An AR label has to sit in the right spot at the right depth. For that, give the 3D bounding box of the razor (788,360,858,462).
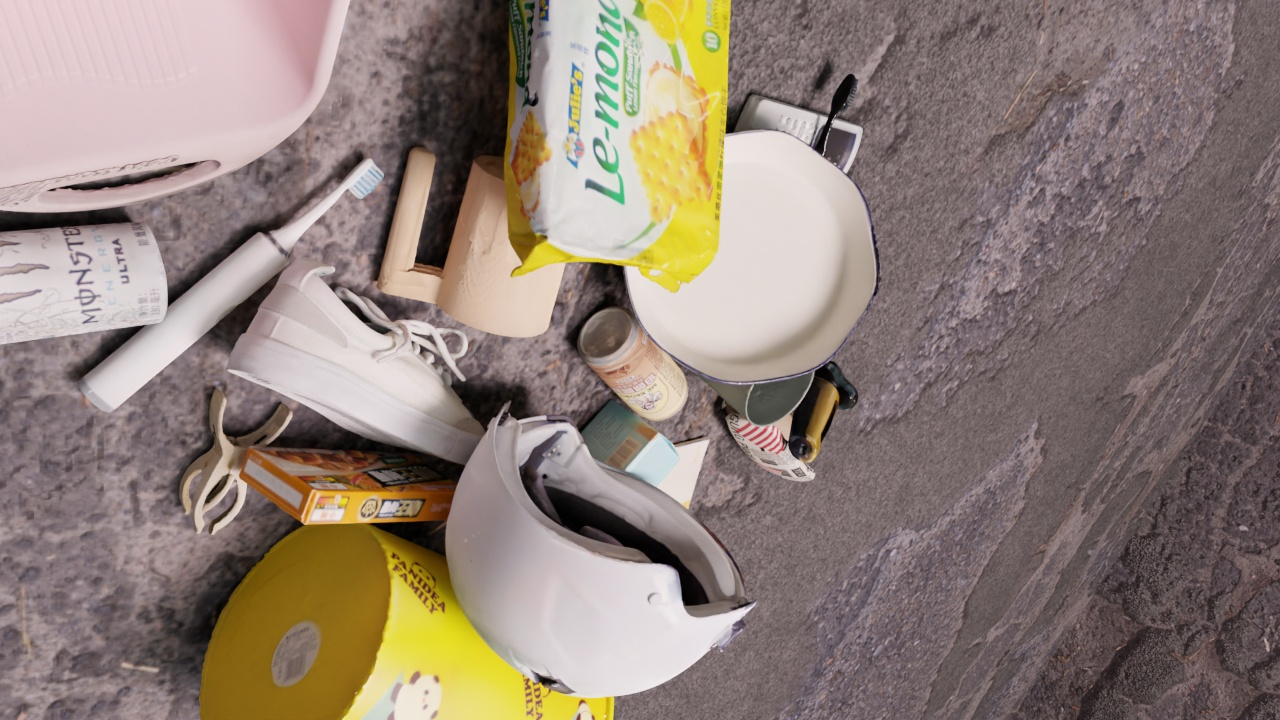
[{"bbox_3d":[0.191,0.058,0.978,0.167,0.068,0.062,-50,152,-59],"label":"razor"}]

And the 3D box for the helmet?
[{"bbox_3d":[-0.042,0.158,0.680,0.146,0.229,0.258,-51,155,4],"label":"helmet"}]

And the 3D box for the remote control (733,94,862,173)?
[{"bbox_3d":[0.140,-0.192,0.809,0.149,0.021,0.058,0,121,-41],"label":"remote control"}]

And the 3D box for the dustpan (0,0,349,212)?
[{"bbox_3d":[-0.221,-0.139,0.388,0.222,0.274,0.139,-19,107,-27],"label":"dustpan"}]

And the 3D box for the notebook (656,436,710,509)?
[{"bbox_3d":[-0.024,0.158,0.950,0.205,0.010,0.146,-11,127,-36],"label":"notebook"}]

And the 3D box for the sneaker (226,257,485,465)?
[{"bbox_3d":[-0.176,0.008,0.644,0.242,0.090,0.090,45,61,-59],"label":"sneaker"}]

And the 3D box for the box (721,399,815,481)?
[{"bbox_3d":[0.143,0.087,0.987,0.076,0.087,0.163,-34,142,6],"label":"box"}]

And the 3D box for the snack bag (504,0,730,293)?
[{"bbox_3d":[-0.017,-0.170,0.587,0.157,0.068,0.246,1,91,-44],"label":"snack bag"}]

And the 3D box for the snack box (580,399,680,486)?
[{"bbox_3d":[-0.050,0.124,0.835,0.174,0.074,0.051,-47,134,-10],"label":"snack box"}]

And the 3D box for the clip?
[{"bbox_3d":[-0.282,0.070,0.633,0.066,0.034,0.099,25,94,-48],"label":"clip"}]

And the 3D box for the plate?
[{"bbox_3d":[0.087,-0.081,0.745,0.205,0.205,0.045,-45,-177,-4],"label":"plate"}]

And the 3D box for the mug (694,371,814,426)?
[{"bbox_3d":[0.089,-0.009,0.847,0.083,0.103,0.124,-47,139,-2],"label":"mug"}]

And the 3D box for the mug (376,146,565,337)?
[{"bbox_3d":[-0.110,-0.084,0.636,0.124,0.084,0.104,12,113,-18],"label":"mug"}]

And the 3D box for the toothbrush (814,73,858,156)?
[{"bbox_3d":[0.149,-0.161,0.814,0.017,0.014,0.189,-11,130,-51],"label":"toothbrush"}]

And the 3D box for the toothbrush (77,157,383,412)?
[{"bbox_3d":[-0.249,-0.051,0.567,0.221,0.027,0.026,-43,118,-8],"label":"toothbrush"}]

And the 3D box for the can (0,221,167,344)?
[{"bbox_3d":[-0.331,-0.038,0.478,0.146,0.058,0.058,-12,128,-36],"label":"can"}]

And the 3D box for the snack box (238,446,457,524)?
[{"bbox_3d":[-0.201,0.090,0.661,0.153,0.075,0.026,14,98,-60],"label":"snack box"}]

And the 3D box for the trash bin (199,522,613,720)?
[{"bbox_3d":[-0.182,0.258,0.735,0.229,0.229,0.255,-46,135,-3],"label":"trash bin"}]

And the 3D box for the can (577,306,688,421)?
[{"bbox_3d":[-0.005,0.005,0.807,0.058,0.058,0.116,-46,140,-3],"label":"can"}]
